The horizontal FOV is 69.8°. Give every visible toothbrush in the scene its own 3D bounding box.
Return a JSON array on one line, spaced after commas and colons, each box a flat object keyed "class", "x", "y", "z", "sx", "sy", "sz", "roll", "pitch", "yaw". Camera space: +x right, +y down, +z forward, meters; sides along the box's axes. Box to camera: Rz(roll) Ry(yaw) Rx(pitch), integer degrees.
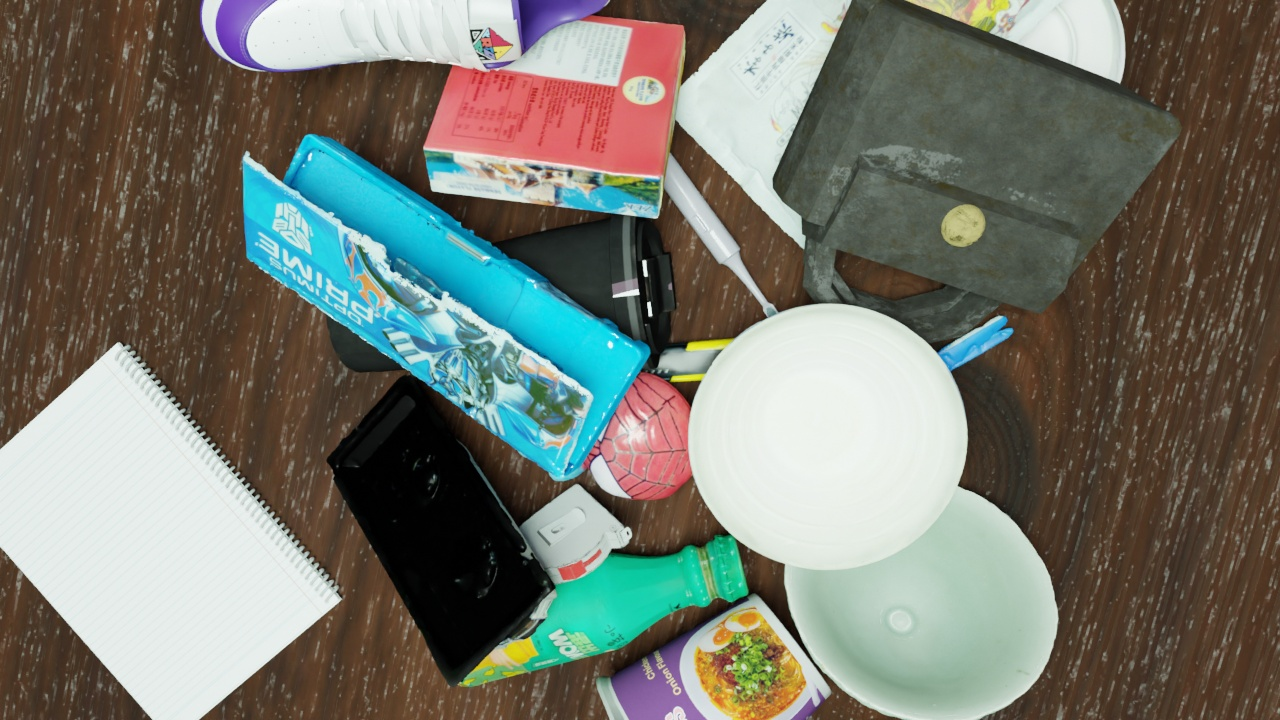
[{"class": "toothbrush", "x": 0.042, "y": -0.099, "z": 0.634, "sx": 0.018, "sy": 0.019, "sz": 0.188, "roll": -36, "pitch": 92, "yaw": 11}]

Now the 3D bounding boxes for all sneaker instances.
[{"class": "sneaker", "x": -0.124, "y": -0.208, "z": 0.541, "sx": 0.244, "sy": 0.092, "sz": 0.111, "roll": -26, "pitch": 59, "yaw": -13}]

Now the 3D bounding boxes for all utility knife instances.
[{"class": "utility knife", "x": -0.004, "y": 0.004, "z": 0.646, "sx": 0.188, "sy": 0.020, "sz": 0.029, "roll": -5, "pitch": 93, "yaw": 4}]

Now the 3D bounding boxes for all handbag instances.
[{"class": "handbag", "x": 0.182, "y": -0.095, "z": 0.568, "sx": 0.197, "sy": 0.102, "sz": 0.200, "roll": 15, "pitch": 121, "yaw": -11}]

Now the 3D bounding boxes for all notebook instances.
[{"class": "notebook", "x": -0.362, "y": 0.135, "z": 0.675, "sx": 0.178, "sy": 0.013, "sz": 0.245, "roll": -40, "pitch": 92, "yaw": 6}]

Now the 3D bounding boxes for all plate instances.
[{"class": "plate", "x": 0.248, "y": -0.207, "z": 0.618, "sx": 0.157, "sy": 0.014, "sz": 0.157, "roll": 0, "pitch": 94, "yaw": 3}]

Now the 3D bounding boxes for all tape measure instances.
[{"class": "tape measure", "x": -0.048, "y": 0.119, "z": 0.627, "sx": 0.062, "sy": 0.060, "sz": 0.020, "roll": -34, "pitch": 129, "yaw": -19}]

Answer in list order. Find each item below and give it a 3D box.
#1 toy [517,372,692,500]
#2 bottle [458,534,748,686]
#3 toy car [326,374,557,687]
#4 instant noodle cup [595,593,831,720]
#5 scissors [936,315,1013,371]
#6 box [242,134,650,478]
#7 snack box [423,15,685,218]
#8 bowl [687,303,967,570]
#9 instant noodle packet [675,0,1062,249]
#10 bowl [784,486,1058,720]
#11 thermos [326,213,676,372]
[{"class": "toy", "x": -0.024, "y": 0.050, "z": 0.627, "sx": 0.133, "sy": 0.062, "sz": 0.092, "roll": 4, "pitch": 103, "yaw": 5}, {"class": "bottle", "x": -0.031, "y": 0.167, "z": 0.634, "sx": 0.210, "sy": 0.068, "sz": 0.068, "roll": -16, "pitch": 94, "yaw": 4}, {"class": "toy car", "x": -0.121, "y": 0.108, "z": 0.610, "sx": 0.094, "sy": 0.071, "sz": 0.191, "roll": -48, "pitch": 59, "yaw": 10}, {"class": "instant noodle cup", "x": 0.054, "y": 0.224, "z": 0.612, "sx": 0.122, "sy": 0.137, "sz": 0.122, "roll": -37, "pitch": 65, "yaw": -5}, {"class": "scissors", "x": 0.205, "y": 0.011, "z": 0.640, "sx": 0.130, "sy": 0.022, "sz": 0.070, "roll": -26, "pitch": 92, "yaw": 1}, {"class": "box", "x": -0.124, "y": -0.032, "z": 0.525, "sx": 0.243, "sy": 0.085, "sz": 0.092, "roll": 33, "pitch": 102, "yaw": 8}, {"class": "snack box", "x": -0.049, "y": -0.163, "z": 0.585, "sx": 0.145, "sy": 0.040, "sz": 0.142, "roll": 7, "pitch": 56, "yaw": 2}, {"class": "bowl", "x": 0.122, "y": 0.047, "z": 0.616, "sx": 0.177, "sy": 0.057, "sz": 0.177, "roll": 1, "pitch": 100, "yaw": 7}, {"class": "instant noodle packet", "x": 0.157, "y": -0.214, "z": 0.594, "sx": 0.147, "sy": 0.057, "sz": 0.270, "roll": 46, "pitch": 107, "yaw": 3}, {"class": "bowl", "x": 0.182, "y": 0.166, "z": 0.622, "sx": 0.174, "sy": 0.068, "sz": 0.173, "roll": -4, "pitch": 51, "yaw": 4}, {"class": "thermos", "x": -0.090, "y": -0.038, "z": 0.609, "sx": 0.219, "sy": 0.105, "sz": 0.106, "roll": -6, "pitch": 94, "yaw": 8}]
